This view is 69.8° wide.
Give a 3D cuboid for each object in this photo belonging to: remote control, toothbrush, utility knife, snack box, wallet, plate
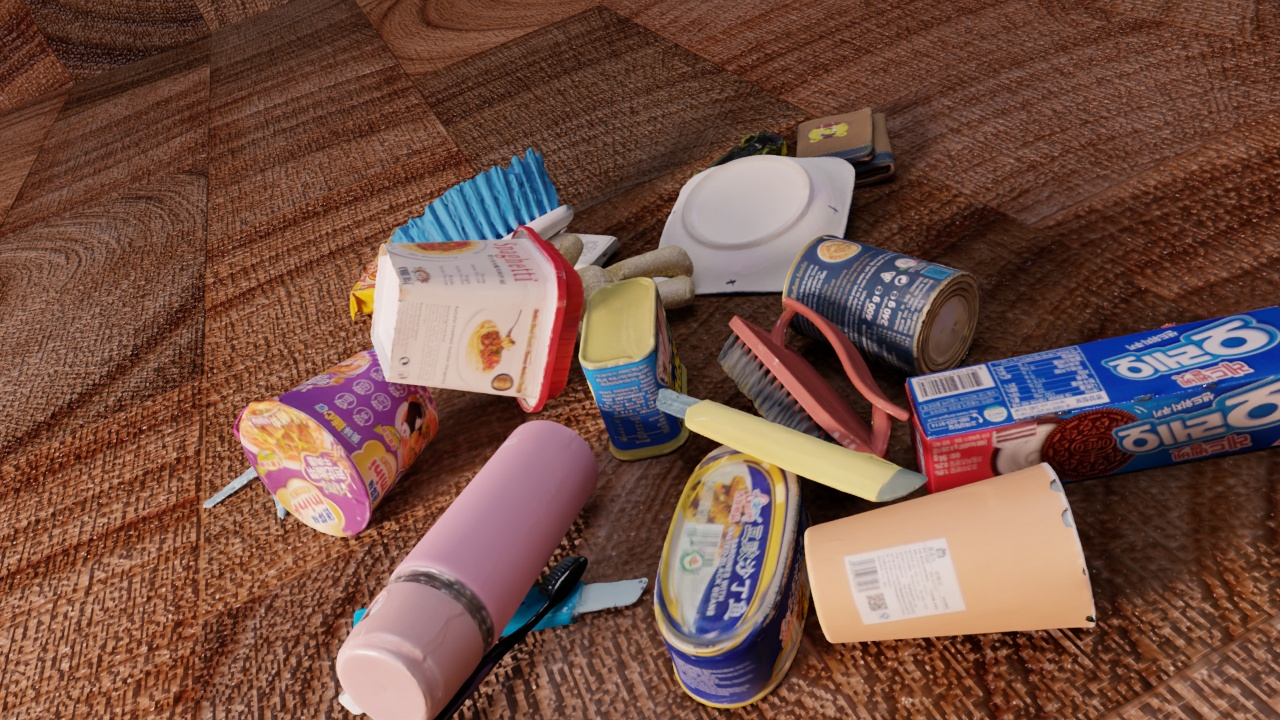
[{"bbox_3d":[-0.083,-0.102,0.859,0.125,0.024,0.048,10,46,32],"label":"remote control"},{"bbox_3d":[-0.095,0.175,0.495,0.017,0.014,0.188,24,60,40],"label":"toothbrush"},{"bbox_3d":[0.073,0.043,0.518,0.183,0.019,0.030,23,48,38],"label":"utility knife"},{"bbox_3d":[0.259,0.025,0.511,0.208,0.058,0.057,-12,36,10],"label":"snack box"},{"bbox_3d":[0.190,-0.199,0.861,0.090,0.033,0.115,-7,34,17],"label":"wallet"},{"bbox_3d":[-0.084,0.148,0.538,0.182,0.018,0.034,-11,36,8],"label":"utility knife"},{"bbox_3d":[0.093,-0.126,0.777,0.164,0.034,0.163,0,51,24],"label":"plate"}]

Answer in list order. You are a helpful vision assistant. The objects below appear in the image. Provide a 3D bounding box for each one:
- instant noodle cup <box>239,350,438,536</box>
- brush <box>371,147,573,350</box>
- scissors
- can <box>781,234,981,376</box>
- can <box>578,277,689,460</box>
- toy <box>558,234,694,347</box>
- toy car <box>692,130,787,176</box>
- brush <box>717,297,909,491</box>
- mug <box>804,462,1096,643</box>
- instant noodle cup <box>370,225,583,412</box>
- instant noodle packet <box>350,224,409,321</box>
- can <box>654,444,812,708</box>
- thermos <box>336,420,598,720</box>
[{"bbox_3d":[-0.204,0.051,0.650,0.112,0.112,0.099,6,34,30],"label":"instant noodle cup"},{"bbox_3d":[-0.187,-0.067,0.795,0.314,0.109,0.061,-34,-3,-18],"label":"brush"},{"bbox_3d":[-0.286,0.071,0.715,0.133,0.017,0.134,-36,50,-3],"label":"scissors"},{"bbox_3d":[0.162,-0.036,0.620,0.075,0.075,0.111,-38,40,-25],"label":"can"},{"bbox_3d":[-0.004,0.004,0.634,0.057,0.083,0.101,-11,36,10],"label":"can"},{"bbox_3d":[-0.032,-0.052,0.744,0.157,0.066,0.105,-14,81,6],"label":"toy"},{"bbox_3d":[0.092,-0.179,0.877,0.105,0.032,0.048,-35,38,-3],"label":"toy car"},{"bbox_3d":[0.109,0.017,0.571,0.069,0.063,0.145,-54,35,15],"label":"brush"},{"bbox_3d":[0.147,0.101,0.452,0.123,0.078,0.078,-14,36,14],"label":"mug"},{"bbox_3d":[-0.119,-0.032,0.648,0.124,0.117,0.116,1,27,-26],"label":"instant noodle cup"},{"bbox_3d":[-0.219,-0.090,0.889,0.111,0.044,0.128,-9,37,20],"label":"instant noodle packet"},{"bbox_3d":[0.053,0.110,0.499,0.075,0.049,0.147,-2,39,21],"label":"can"},{"bbox_3d":[-0.095,0.116,0.519,0.087,0.067,0.198,-40,9,35],"label":"thermos"}]
